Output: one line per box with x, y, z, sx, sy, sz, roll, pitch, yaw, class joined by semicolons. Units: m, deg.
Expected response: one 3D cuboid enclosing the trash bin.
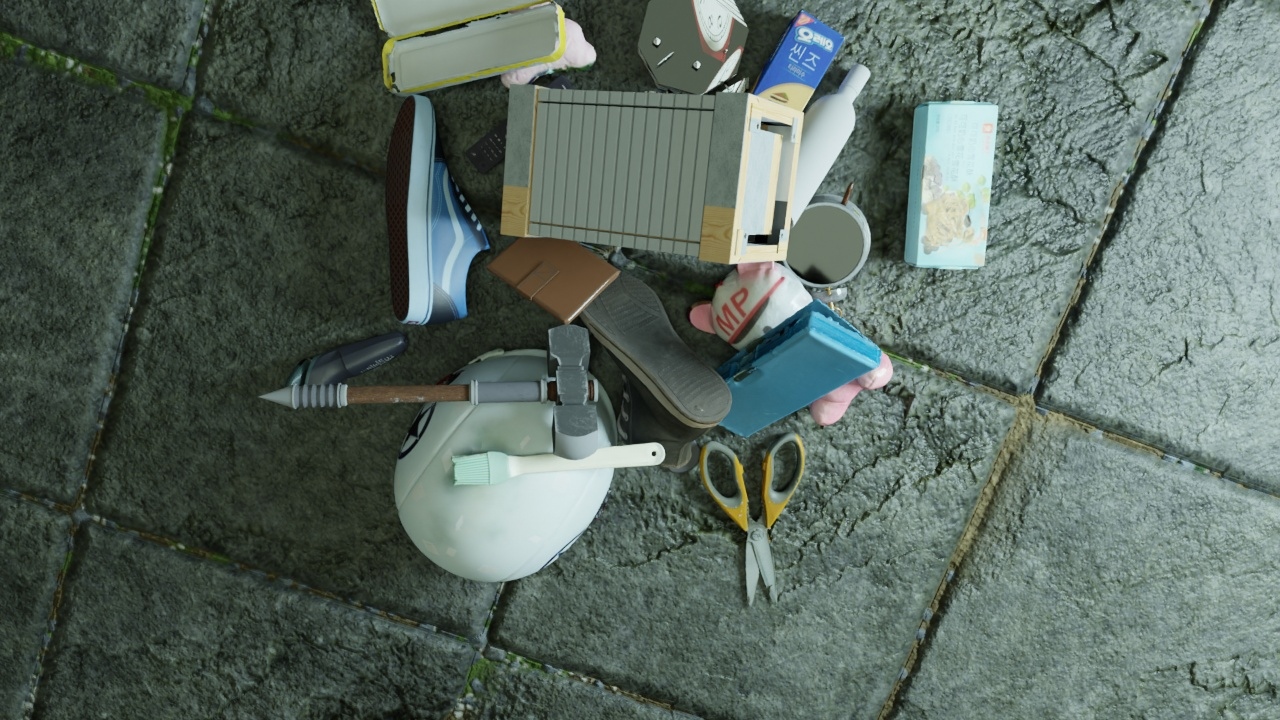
0.011;-0.181;0.892;0.247;0.142;0.142;11;102;27;trash bin

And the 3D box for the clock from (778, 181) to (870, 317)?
0.200;-0.114;1.000;0.104;0.056;0.148;-8;101;12;clock

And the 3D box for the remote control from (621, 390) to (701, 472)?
0.027;0.076;1.061;0.046;0.009;0.124;-31;100;6;remote control

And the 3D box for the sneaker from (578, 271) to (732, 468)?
-0.006;0.005;1.002;0.235;0.095;0.120;46;142;16;sneaker

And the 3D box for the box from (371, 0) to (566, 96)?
-0.178;-0.350;0.938;0.210;0.038;0.130;-6;97;20;box

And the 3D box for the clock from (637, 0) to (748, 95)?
0.056;-0.313;0.957;0.115;0.065;0.155;-7;100;1;clock

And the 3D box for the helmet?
-0.145;0.120;0.993;0.236;0.163;0.264;42;97;-9;helmet

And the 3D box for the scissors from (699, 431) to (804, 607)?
0.148;0.185;1.080;0.162;0.016;0.225;-20;104;1;scissors

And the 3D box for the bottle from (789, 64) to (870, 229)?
0.185;-0.229;0.959;0.052;0.052;0.195;34;77;-6;bottle

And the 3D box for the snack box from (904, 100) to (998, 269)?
0.333;-0.188;0.989;0.075;0.053;0.175;1;102;-1;snack box

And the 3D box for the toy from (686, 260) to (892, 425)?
0.163;-0.028;0.994;0.213;0.084;0.142;35;143;-4;toy

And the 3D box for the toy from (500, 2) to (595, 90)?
-0.104;-0.336;0.960;0.102;0.050;0.093;-15;95;0;toy

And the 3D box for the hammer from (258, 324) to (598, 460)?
-0.203;0.032;0.904;0.322;0.155;0.043;-1;143;-9;hammer

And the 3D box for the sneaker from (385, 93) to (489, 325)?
-0.217;-0.160;0.995;0.098;0.083;0.241;-3;96;-35;sneaker

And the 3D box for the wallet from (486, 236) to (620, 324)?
-0.094;-0.096;0.982;0.121;0.013;0.087;35;67;23;wallet

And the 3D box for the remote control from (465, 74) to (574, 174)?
-0.128;-0.255;0.993;0.136;0.015;0.032;-36;99;8;remote control

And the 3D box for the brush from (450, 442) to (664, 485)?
-0.079;0.102;0.921;0.217;0.012;0.033;-3;88;-16;brush

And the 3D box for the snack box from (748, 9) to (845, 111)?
0.135;-0.262;0.971;0.056;0.057;0.207;29;100;-6;snack box

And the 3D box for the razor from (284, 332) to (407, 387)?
-0.330;0.005;1.032;0.143;0.047;0.052;-22;76;1;razor

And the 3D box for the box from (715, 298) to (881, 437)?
0.144;0.014;0.959;0.093;0.232;0.048;25;58;-17;box
